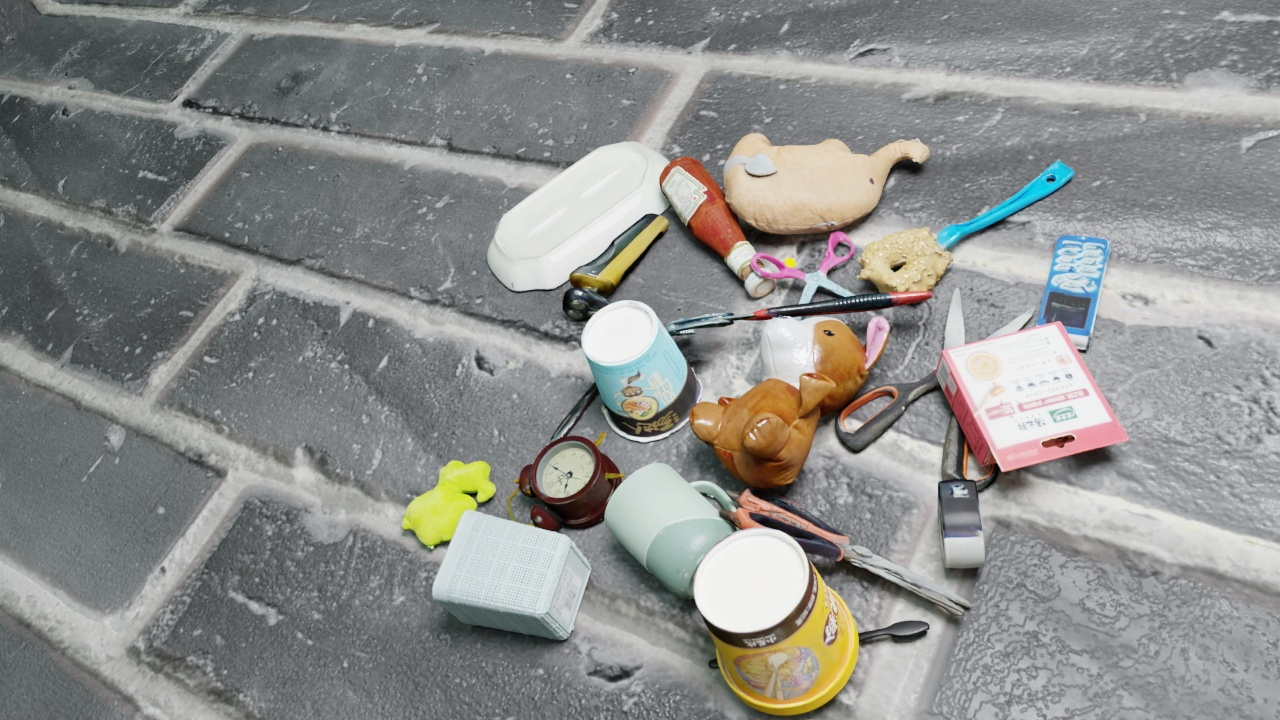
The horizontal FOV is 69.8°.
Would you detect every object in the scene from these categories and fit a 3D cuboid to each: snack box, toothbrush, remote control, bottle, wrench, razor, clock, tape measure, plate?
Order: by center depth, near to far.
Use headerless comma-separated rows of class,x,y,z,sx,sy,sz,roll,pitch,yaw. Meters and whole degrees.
tape measure,0.266,0.140,0.762,0.034,0.066,0.065,-6,53,15
toothbrush,0.148,0.242,0.772,0.189,0.017,0.014,-15,43,15
snack box,0.338,0.038,0.804,0.113,0.044,0.127,-13,57,-2
remote control,0.414,-0.067,0.879,0.049,0.024,0.124,11,60,28
clock,-0.076,0.126,0.912,0.122,0.055,0.082,-29,51,2
wrench,0.149,-0.047,0.919,0.274,0.056,0.016,-7,84,21
toothbrush,-0.044,0.020,1.001,0.016,0.018,0.180,26,70,30
bottle,0.089,-0.152,1.046,0.060,0.060,0.206,-30,57,-2
razor,-0.025,-0.111,1.070,0.067,0.062,0.167,40,68,6
plate,-0.079,-0.191,1.153,0.265,0.034,0.162,-36,51,-6

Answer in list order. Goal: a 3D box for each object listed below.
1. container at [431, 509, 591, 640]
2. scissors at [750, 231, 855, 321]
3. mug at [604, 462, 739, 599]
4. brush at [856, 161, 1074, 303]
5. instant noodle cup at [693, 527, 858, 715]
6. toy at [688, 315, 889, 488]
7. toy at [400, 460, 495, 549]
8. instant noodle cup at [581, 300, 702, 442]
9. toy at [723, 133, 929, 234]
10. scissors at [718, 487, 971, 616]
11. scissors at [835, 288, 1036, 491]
container,-0.115,0.202,0.852,0.112,0.090,0.090,6,59,22
scissors,0.184,-0.092,0.974,0.133,0.017,0.134,28,62,14
mug,0.042,0.152,0.838,0.111,0.082,0.106,-22,44,-33
brush,0.340,-0.137,0.953,0.254,0.046,0.083,-30,52,-7
instant noodle cup,0.104,0.203,0.736,0.119,0.114,0.118,-17,41,15
toy,0.140,0.022,0.864,0.199,0.130,0.140,-38,25,-24
toy,-0.199,0.149,0.959,0.097,0.031,0.100,-2,55,18
instant noodle cup,-0.006,0.005,0.928,0.111,0.120,0.111,-11,53,14
toy,0.205,-0.199,1.018,0.226,0.083,0.143,1,61,4
scissors,0.168,0.164,0.781,0.205,0.198,0.015,44,121,61
scissors,0.283,0.025,0.865,0.228,0.022,0.220,-16,52,11
